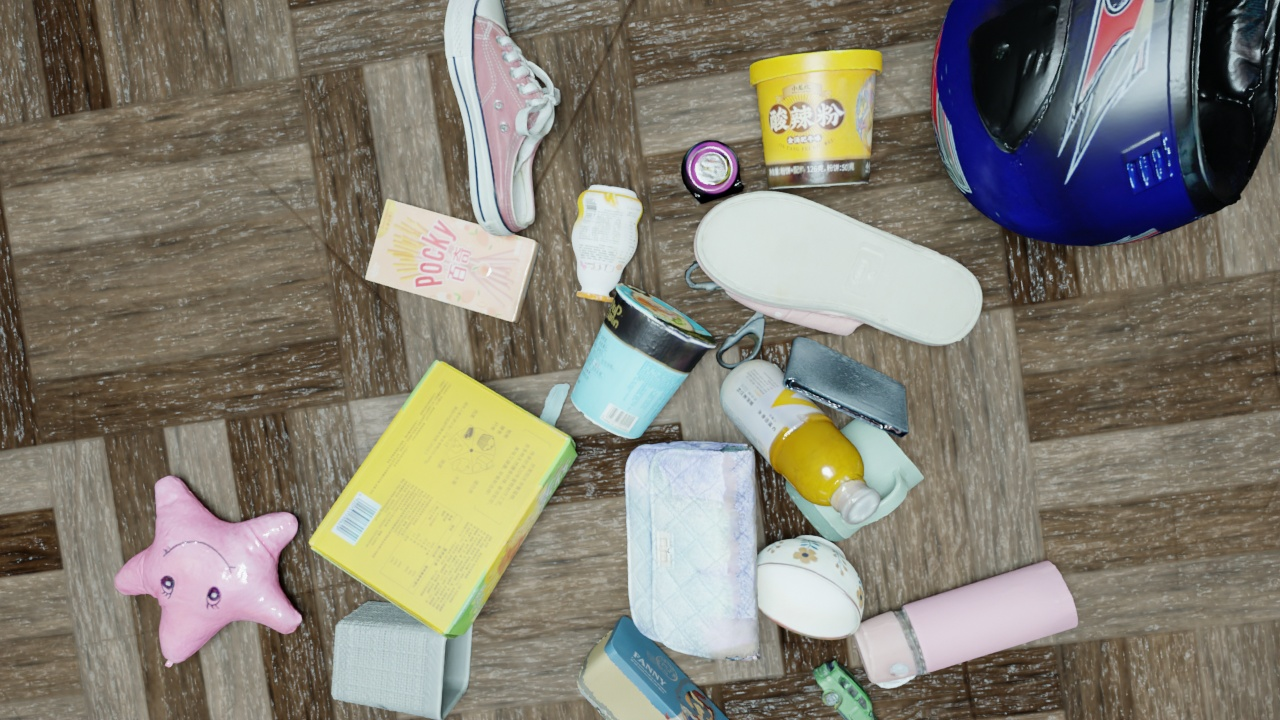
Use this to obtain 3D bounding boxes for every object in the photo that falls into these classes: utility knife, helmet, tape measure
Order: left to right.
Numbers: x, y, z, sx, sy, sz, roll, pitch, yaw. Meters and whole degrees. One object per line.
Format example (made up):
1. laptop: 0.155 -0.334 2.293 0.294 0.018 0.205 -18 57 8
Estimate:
1. utility knife: -0.117 0.121 0.923 0.029 0.013 0.217 24 96 4
2. tape measure: 0.068 -0.183 0.886 0.057 0.039 0.058 -19 96 4
3. helmet: 0.368 -0.254 0.759 0.241 0.246 0.315 10 101 47

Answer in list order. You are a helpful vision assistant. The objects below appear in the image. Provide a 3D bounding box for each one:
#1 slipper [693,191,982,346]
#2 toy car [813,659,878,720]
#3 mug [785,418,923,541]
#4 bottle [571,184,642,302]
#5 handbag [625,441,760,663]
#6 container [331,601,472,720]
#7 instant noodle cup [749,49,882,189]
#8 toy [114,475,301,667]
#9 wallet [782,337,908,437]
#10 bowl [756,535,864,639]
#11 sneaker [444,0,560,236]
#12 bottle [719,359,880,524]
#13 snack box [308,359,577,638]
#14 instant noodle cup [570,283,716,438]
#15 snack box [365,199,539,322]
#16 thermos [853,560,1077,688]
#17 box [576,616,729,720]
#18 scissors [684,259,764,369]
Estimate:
1. slipper: 0.184 -0.083 0.867 0.274 0.054 0.114 16 90 2
2. toy car: 0.205 0.334 0.895 0.036 0.043 0.091 -39 90 4
3. mug: 0.200 0.117 0.852 0.106 0.111 0.082 -40 111 6
4. bottle: -0.035 -0.112 0.883 0.063 0.063 0.108 10 92 3
5. handbag: 0.049 0.174 0.856 0.134 0.075 0.194 -2 92 42
6. container: -0.234 0.289 0.903 0.114 0.090 0.090 5 92 7
7. instant noodle cup: 0.162 -0.218 0.844 0.118 0.118 0.114 -2 100 4
8. toy: -0.426 0.222 0.916 0.194 0.074 0.178 18 85 3
9. wallet: 0.193 0.024 0.857 0.121 0.097 0.019 24 118 3
10. bowl: 0.160 0.207 0.874 0.113 0.114 0.062 29 51 2
11. sneaker: -0.119 -0.240 0.860 0.088 0.118 0.241 -7 91 20
12. bottle: 0.142 0.072 0.826 0.068 0.068 0.189 -44 45 4
13. snack box: -0.179 0.128 0.862 0.158 0.070 0.209 30 75 10
14. instant noodle cup: -0.005 0.005 0.872 0.111 0.111 0.120 31 103 2
15. snack box: -0.187 -0.098 0.912 0.157 0.026 0.084 16 93 3
16. thermos: 0.308 0.260 0.878 0.199 0.067 0.087 -21 120 4
17. box: 0.013 0.332 0.886 0.060 0.089 0.184 -43 90 11
18. scissors: 0.126 -0.068 0.901 0.159 0.014 0.181 33 91 0
